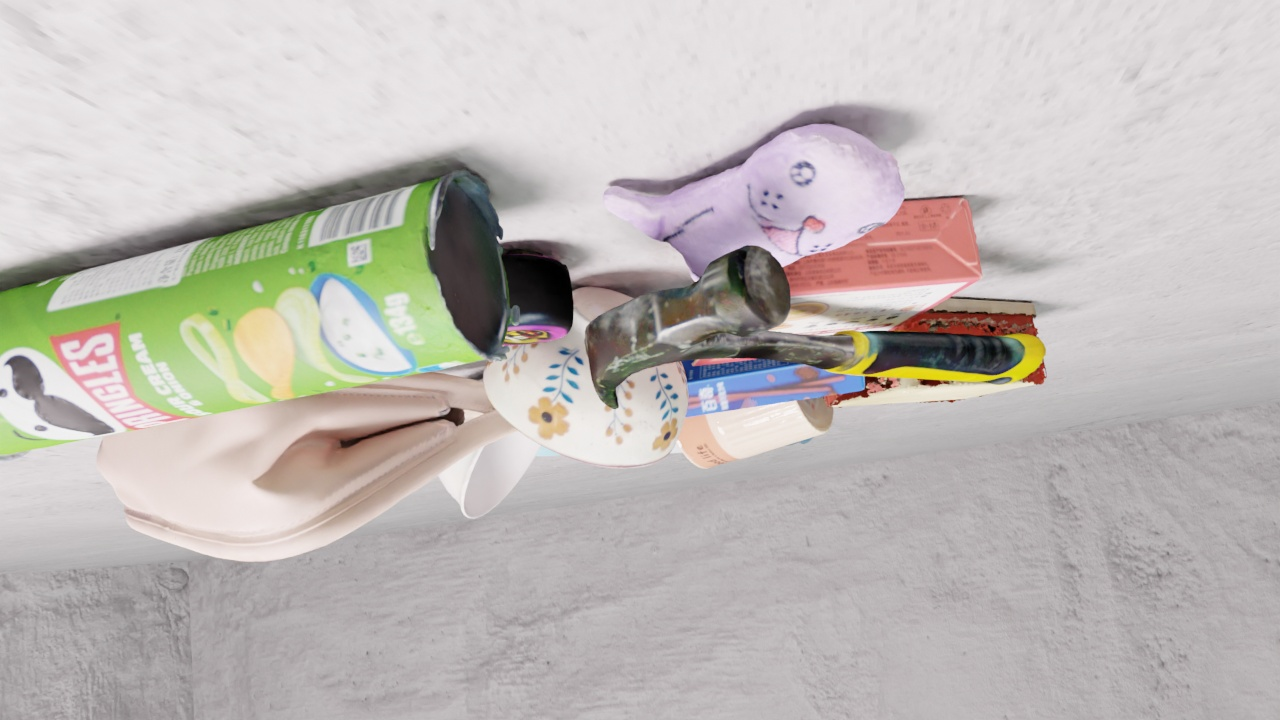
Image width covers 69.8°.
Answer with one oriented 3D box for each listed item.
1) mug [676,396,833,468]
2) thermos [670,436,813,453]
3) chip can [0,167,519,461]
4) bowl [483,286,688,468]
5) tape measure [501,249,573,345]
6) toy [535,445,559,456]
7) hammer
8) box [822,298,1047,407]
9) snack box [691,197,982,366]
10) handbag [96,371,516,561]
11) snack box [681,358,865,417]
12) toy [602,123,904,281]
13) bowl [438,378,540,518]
[{"bbox_3d":[0.094,0.032,0.732,0.106,0.081,0.114,-20,171,32],"label":"mug"},{"bbox_3d":[0.082,0.055,0.884,0.220,0.070,0.070,2,165,-39],"label":"thermos"},{"bbox_3d":[-0.167,-0.014,0.359,0.236,0.072,0.072,-11,168,15],"label":"chip can"},{"bbox_3d":[-0.022,0.000,0.495,0.113,0.113,0.062,1,124,-36],"label":"bowl"},{"bbox_3d":[-0.060,-0.030,0.434,0.058,0.039,0.057,-11,169,43],"label":"tape measure"},{"bbox_3d":[-0.113,0.060,0.817,0.161,0.049,0.156,6,171,-25],"label":"toy"},{"bbox_3d":[0.107,-0.005,0.456,0.322,0.032,0.126,2,164,-43],"label":"hammer"},{"bbox_3d":[0.218,0.003,0.677,0.168,0.079,0.092,-1,168,-33],"label":"box"},{"bbox_3d":[0.091,-0.038,0.478,0.113,0.044,0.127,-6,167,-12],"label":"snack box"},{"bbox_3d":[-0.170,0.037,0.541,0.194,0.093,0.233,-1,-174,40],"label":"handbag"},{"bbox_3d":[0.061,0.002,0.595,0.157,0.026,0.084,-10,-156,11],"label":"snack box"},{"bbox_3d":[0.048,-0.060,0.357,0.108,0.038,0.084,-15,146,40],"label":"toy"},{"bbox_3d":[-0.123,0.053,0.699,0.065,0.118,0.118,29,178,15],"label":"bowl"}]
